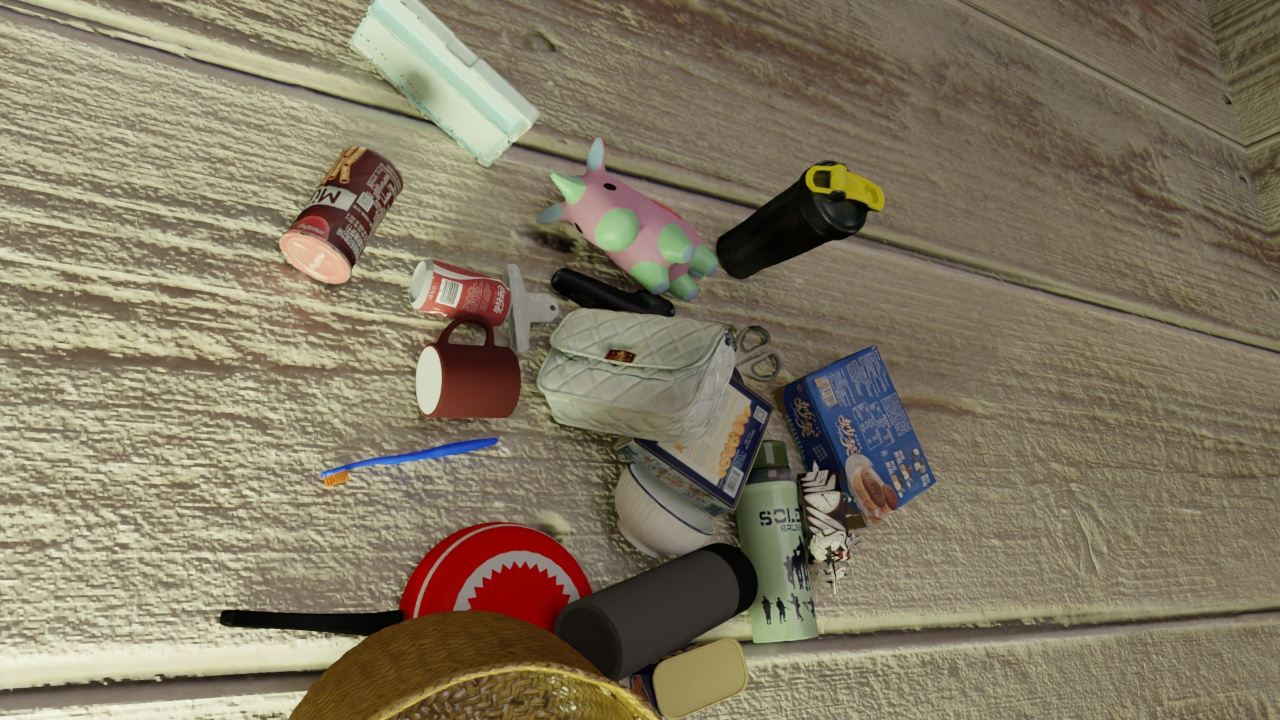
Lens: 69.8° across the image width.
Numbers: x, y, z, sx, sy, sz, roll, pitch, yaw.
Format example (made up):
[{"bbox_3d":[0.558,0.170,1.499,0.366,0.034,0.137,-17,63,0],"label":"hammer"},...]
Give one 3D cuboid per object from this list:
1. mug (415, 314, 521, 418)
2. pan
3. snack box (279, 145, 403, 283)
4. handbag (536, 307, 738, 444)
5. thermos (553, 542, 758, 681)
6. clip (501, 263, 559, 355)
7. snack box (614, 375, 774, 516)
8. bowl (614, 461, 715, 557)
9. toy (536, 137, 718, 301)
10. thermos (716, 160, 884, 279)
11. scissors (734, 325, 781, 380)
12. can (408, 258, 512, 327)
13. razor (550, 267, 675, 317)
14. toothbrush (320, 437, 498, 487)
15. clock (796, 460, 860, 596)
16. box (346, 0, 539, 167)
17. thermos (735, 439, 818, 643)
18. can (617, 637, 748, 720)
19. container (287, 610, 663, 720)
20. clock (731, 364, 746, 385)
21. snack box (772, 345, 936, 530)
[{"bbox_3d":[-0.174,0.005,0.917,0.082,0.073,0.105,2,78,-35],"label":"mug"},{"bbox_3d":[-0.189,0.244,0.839,0.355,0.067,0.208,15,66,-34],"label":"pan"},{"bbox_3d":[-0.288,-0.143,0.892,0.072,0.072,0.121,34,57,-21],"label":"snack box"},{"bbox_3d":[-0.006,0.006,0.965,0.138,0.195,0.072,-65,149,-32],"label":"handbag"},{"bbox_3d":[0.024,0.251,0.929,0.239,0.082,0.082,-6,77,-53],"label":"thermos"},{"bbox_3d":[-0.117,-0.057,1.003,0.058,0.050,0.101,-3,76,-23],"label":"clip"},{"bbox_3d":[0.064,0.074,1.022,0.145,0.043,0.144,36,59,-15],"label":"snack box"},{"bbox_3d":[0.016,0.170,0.988,0.118,0.118,0.062,35,98,-21],"label":"bowl"},{"bbox_3d":[-0.005,-0.151,1.077,0.171,0.120,0.222,46,16,24],"label":"toy"},{"bbox_3d":[0.188,-0.171,1.141,0.098,0.221,0.098,12,68,-32],"label":"thermos"},{"bbox_3d":[0.111,-0.001,1.163,0.170,0.013,0.121,6,71,-30],"label":"scissors"},{"bbox_3d":[-0.185,-0.068,0.949,0.096,0.054,0.054,15,66,-30],"label":"can"},{"bbox_3d":[-0.033,-0.073,1.067,0.151,0.054,0.067,23,50,-19],"label":"razor"},{"bbox_3d":[-0.219,0.096,0.892,0.182,0.016,0.018,-9,84,-37],"label":"toothbrush"},{"bbox_3d":[0.228,0.204,1.095,0.065,0.115,0.154,-8,52,6],"label":"clock"},{"bbox_3d":[-0.206,-0.297,0.962,0.197,0.135,0.040,41,66,-17],"label":"box"},{"bbox_3d":[0.155,0.209,1.081,0.082,0.083,0.231,4,72,-34],"label":"thermos"},{"bbox_3d":[0.037,0.326,0.943,0.116,0.092,0.056,-7,78,-36],"label":"can"},{"bbox_3d":[-0.133,0.347,0.711,0.306,0.197,0.307,-1,94,-22],"label":"container"},{"bbox_3d":[0.064,0.033,1.089,0.122,0.045,0.159,-7,78,-32],"label":"clock"},{"bbox_3d":[0.283,0.101,1.210,0.154,0.069,0.202,-21,86,-38],"label":"snack box"}]
